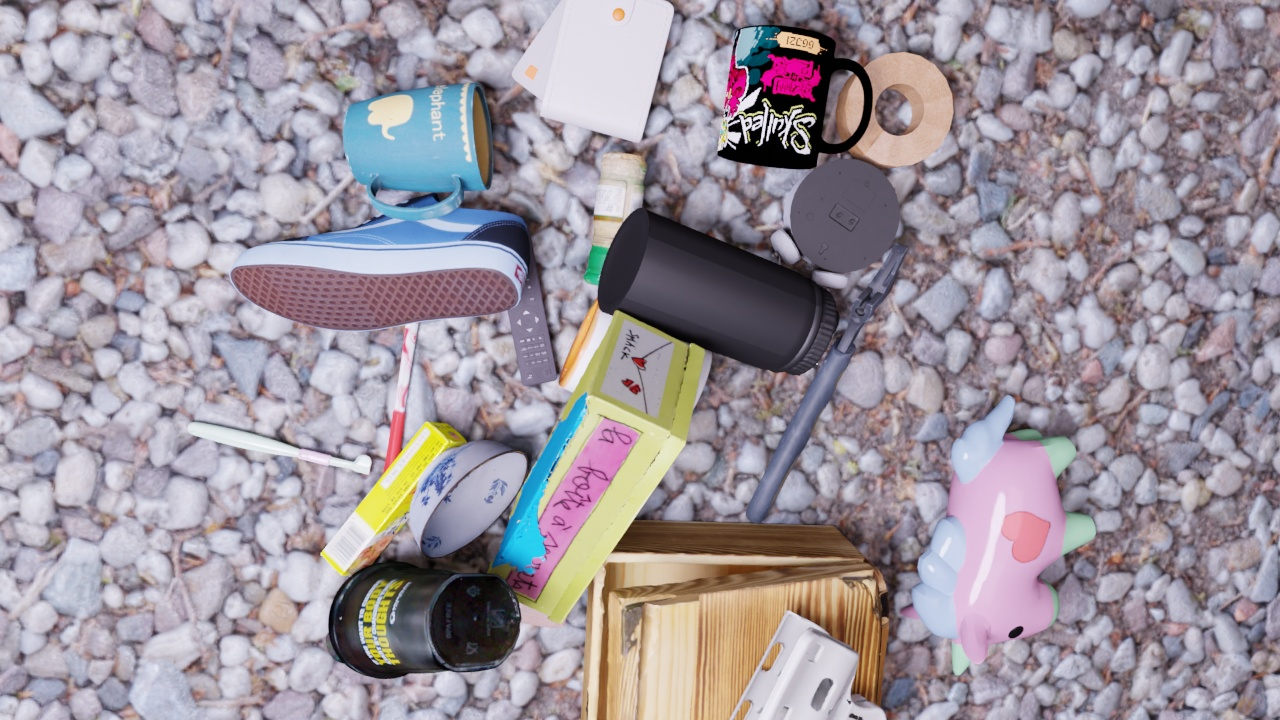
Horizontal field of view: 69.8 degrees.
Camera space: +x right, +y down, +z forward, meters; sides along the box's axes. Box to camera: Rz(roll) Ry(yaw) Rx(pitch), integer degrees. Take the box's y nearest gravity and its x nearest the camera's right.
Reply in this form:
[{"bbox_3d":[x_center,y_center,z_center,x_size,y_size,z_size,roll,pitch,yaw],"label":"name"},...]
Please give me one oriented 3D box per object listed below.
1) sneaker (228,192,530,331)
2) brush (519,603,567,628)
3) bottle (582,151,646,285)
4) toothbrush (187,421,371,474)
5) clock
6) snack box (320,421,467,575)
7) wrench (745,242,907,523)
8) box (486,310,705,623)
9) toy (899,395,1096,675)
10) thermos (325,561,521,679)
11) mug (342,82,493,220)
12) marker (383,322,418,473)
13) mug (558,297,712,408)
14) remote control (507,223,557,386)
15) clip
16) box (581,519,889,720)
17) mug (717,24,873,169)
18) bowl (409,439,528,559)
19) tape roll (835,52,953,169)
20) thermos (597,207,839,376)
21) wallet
[{"bbox_3d":[-0.206,-0.086,0.752,0.241,0.098,0.083,-1,141,7],"label":"sneaker"},{"bbox_3d":[-0.079,0.168,0.817,0.050,0.015,0.135,12,91,-8],"label":"brush"},{"bbox_3d":[-0.021,-0.117,0.768,0.043,0.043,0.111,7,96,-6],"label":"bottle"},{"bbox_3d":[-0.306,0.074,0.780,0.154,0.015,0.022,14,127,-6],"label":"toothbrush"},{"bbox_3d":[0.164,-0.114,0.789,0.094,0.035,0.122,33,94,-9],"label":"clock"},{"bbox_3d":[-0.208,0.117,0.779,0.029,0.040,0.148,40,93,16],"label":"snack box"},{"bbox_3d":[0.159,0.022,0.799,0.022,0.073,0.273,29,101,16],"label":"wrench"},{"bbox_3d":[-0.038,0.085,0.701,0.079,0.124,0.222,25,122,-6],"label":"box"},{"bbox_3d":[0.306,0.152,0.806,0.171,0.120,0.222,-20,100,-12],"label":"toy"},{"bbox_3d":[-0.172,0.201,0.713,0.098,0.221,0.098,10,71,-32],"label":"thermos"},{"bbox_3d":[-0.175,-0.160,0.719,0.104,0.084,0.112,-2,65,2],"label":"mug"},{"bbox_3d":[-0.204,0.030,0.785,0.013,0.013,0.142,9,97,-7],"label":"marker"},{"bbox_3d":[-0.005,0.004,0.765,0.105,0.082,0.082,24,95,-9],"label":"mug"},{"bbox_3d":[-0.098,-0.047,0.782,0.032,0.015,0.136,-11,99,-4],"label":"remote control"},{"bbox_3d":[0.113,0.256,0.680,0.152,0.101,0.126,35,83,-51],"label":"clip"},{"bbox_3d":[0.080,0.293,0.763,0.251,0.192,0.279,2,96,-8],"label":"box"},{"bbox_3d":[0.128,-0.208,0.743,0.118,0.081,0.098,9,97,8],"label":"mug"},{"bbox_3d":[-0.151,0.106,0.764,0.045,0.114,0.114,40,93,21],"label":"bowl"},{"bbox_3d":[0.216,-0.212,0.783,0.094,0.027,0.094,-1,98,-5],"label":"tape roll"},{"bbox_3d":[0.073,-0.047,0.743,0.198,0.086,0.086,19,96,-22],"label":"thermos"},{"bbox_3d":[-0.041,-0.252,0.750,0.115,0.037,0.118,14,100,-7],"label":"wallet"}]
